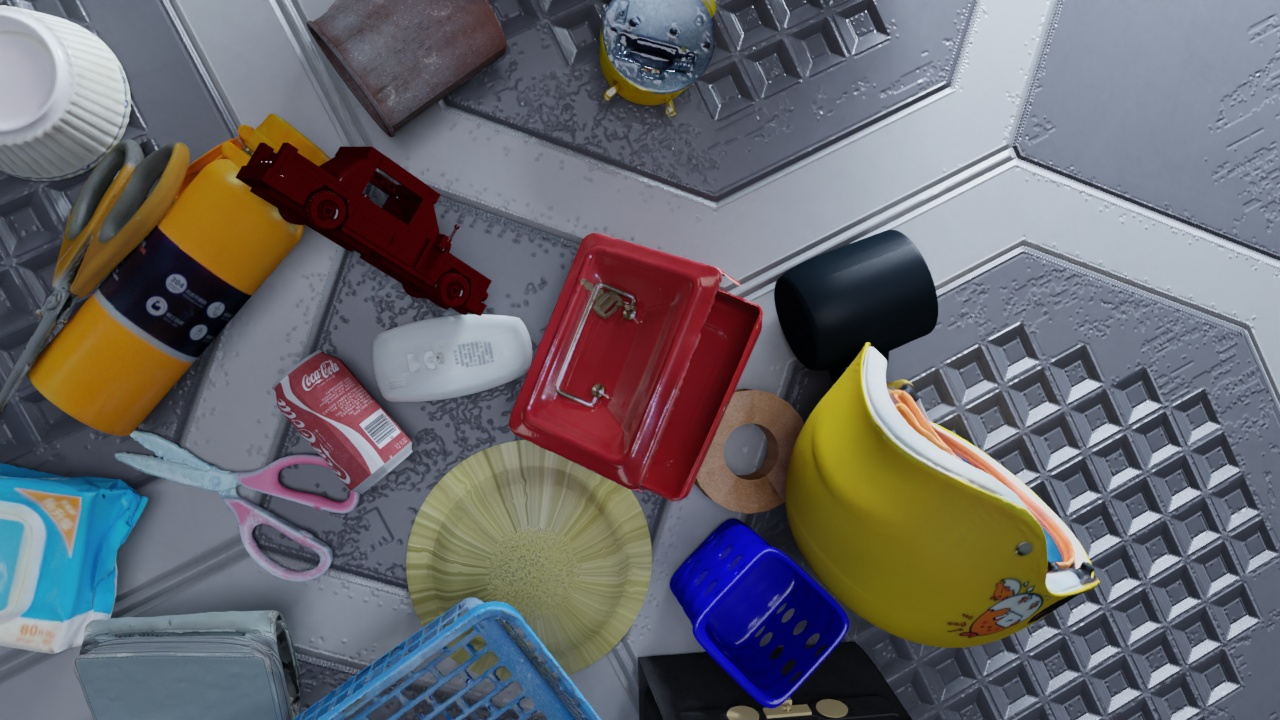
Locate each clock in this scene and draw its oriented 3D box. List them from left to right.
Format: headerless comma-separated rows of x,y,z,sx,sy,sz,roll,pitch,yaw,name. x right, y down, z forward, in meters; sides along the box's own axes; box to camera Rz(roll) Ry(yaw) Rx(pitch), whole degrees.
0.012,-0.245,0.677,0.083,0.057,0.118,12,89,-8,clock

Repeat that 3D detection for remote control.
-0.136,-0.003,0.671,0.114,0.028,0.060,-11,92,-8,remote control

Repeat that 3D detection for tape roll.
0.082,0.069,0.706,0.094,0.027,0.094,0,91,-9,tape roll

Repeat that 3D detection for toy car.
-0.173,-0.094,0.613,0.169,0.070,0.061,34,79,-39,toy car

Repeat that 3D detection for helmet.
0.196,0.117,0.647,0.140,0.209,0.240,-47,133,14,helmet

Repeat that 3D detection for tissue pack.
-0.448,0.123,0.609,0.209,0.066,0.117,11,90,-11,tissue pack

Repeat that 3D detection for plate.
-0.080,0.153,0.677,0.184,0.036,0.184,0,91,-9,plate

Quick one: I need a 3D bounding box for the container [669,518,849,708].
0.080,0.175,0.662,0.084,0.113,0.085,-45,97,-4,container

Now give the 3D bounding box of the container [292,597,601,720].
-0.180,0.335,0.616,0.362,0.089,0.257,-34,110,-7,container

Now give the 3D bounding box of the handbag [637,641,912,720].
0.101,0.263,0.625,0.175,0.196,0.072,-1,91,-9,handbag

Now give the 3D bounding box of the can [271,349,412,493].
-0.210,0.043,0.648,0.054,0.054,0.096,-40,96,-6,can

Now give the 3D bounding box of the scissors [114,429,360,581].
-0.297,0.103,0.656,0.178,0.016,0.101,16,89,-9,scissors

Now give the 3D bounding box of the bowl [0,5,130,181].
-0.412,-0.182,0.610,0.115,0.062,0.115,0,91,-9,bowl

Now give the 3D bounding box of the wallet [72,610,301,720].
-0.305,0.217,0.625,0.131,0.054,0.100,-1,117,-8,wallet

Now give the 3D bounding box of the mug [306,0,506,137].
-0.169,-0.232,0.642,0.110,0.096,0.123,-36,65,-12,mug

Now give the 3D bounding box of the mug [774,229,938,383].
0.162,-0.028,0.697,0.094,0.085,0.122,-20,122,-7,mug

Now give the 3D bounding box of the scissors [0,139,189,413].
-0.376,-0.052,0.600,0.114,0.016,0.228,17,75,35,scissors

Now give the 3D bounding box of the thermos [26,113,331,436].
-0.307,-0.066,0.620,0.091,0.076,0.232,40,85,-12,thermos

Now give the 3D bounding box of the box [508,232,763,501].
0.001,0.007,0.654,0.137,0.126,0.157,23,89,29,box
